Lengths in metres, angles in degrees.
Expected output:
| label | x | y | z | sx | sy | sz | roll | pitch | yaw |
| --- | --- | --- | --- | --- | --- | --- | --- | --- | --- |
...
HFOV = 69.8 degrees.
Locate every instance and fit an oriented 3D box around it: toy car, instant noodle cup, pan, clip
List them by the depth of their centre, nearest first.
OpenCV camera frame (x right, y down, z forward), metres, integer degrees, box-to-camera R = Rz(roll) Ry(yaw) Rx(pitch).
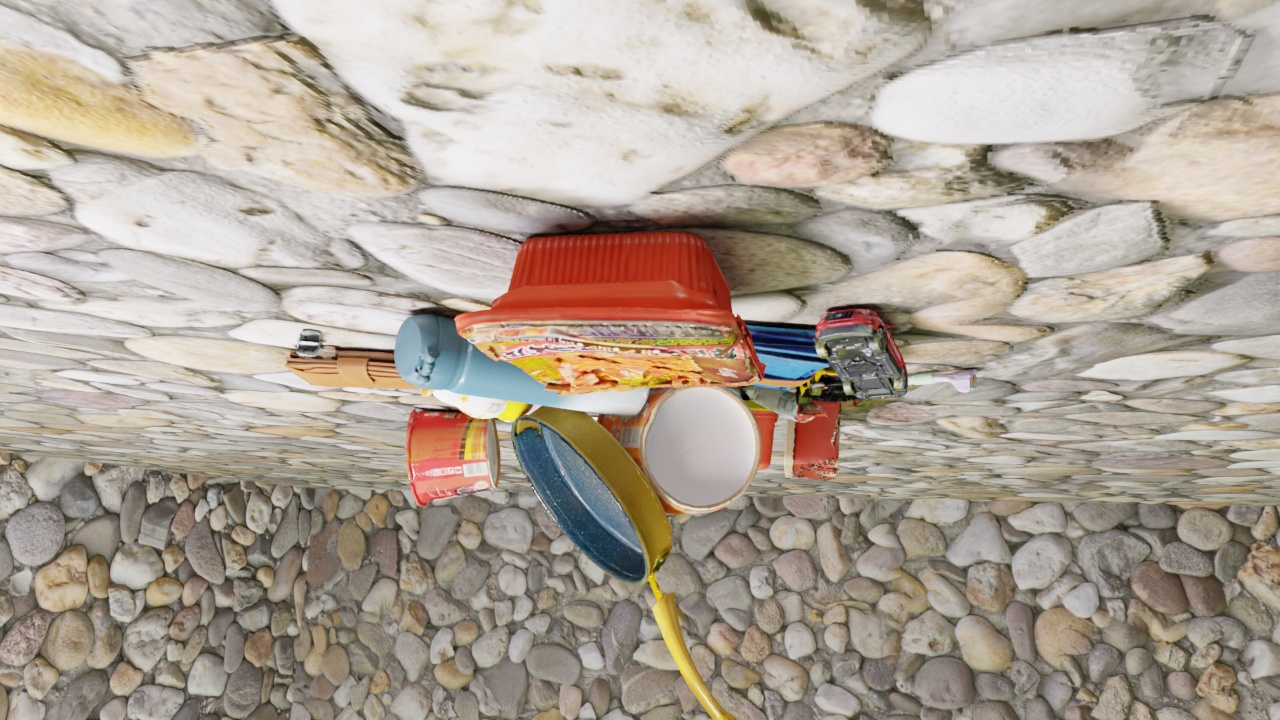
| label | x | y | z | sx | sy | sz | roll | pitch | yaw |
| --- | --- | --- | --- | --- | --- | --- | --- | --- | --- |
| instant noodle cup | -0.008 | -0.026 | 0.581 | 0.165 | 0.079 | 0.189 | 0 | 167 | 13 |
| toy car | 0.173 | -0.007 | 0.713 | 0.053 | 0.045 | 0.120 | -7 | 153 | 27 |
| toy car | 0.185 | 0.019 | 0.844 | 0.071 | 0.041 | 0.156 | 2 | 173 | 4 |
| clip | -0.305 | -0.017 | 0.844 | 0.024 | 0.028 | 0.057 | 8 | 176 | -16 |
| pan | -0.008 | 0.190 | 0.852 | 0.078 | 0.357 | 0.198 | -36 | 161 | -25 |
| instant noodle cup | 0.040 | 0.082 | 0.885 | 0.151 | 0.151 | 0.111 | 6 | 174 | -17 |
| instant noodle cup | -0.258 | 0.133 | 1.285 | 0.108 | 0.137 | 0.138 | -4 | 168 | 0 |

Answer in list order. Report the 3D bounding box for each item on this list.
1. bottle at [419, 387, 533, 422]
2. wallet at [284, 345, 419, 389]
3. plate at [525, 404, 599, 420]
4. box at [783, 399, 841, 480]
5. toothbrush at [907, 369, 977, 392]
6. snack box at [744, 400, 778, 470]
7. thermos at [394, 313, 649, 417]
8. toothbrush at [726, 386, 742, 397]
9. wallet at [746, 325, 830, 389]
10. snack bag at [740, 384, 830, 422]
| label | x | y | z | sx | sy | sz | roll | pitch | yaw |
| --- | --- | --- | --- | --- | --- | --- | --- | --- | --- |
| bottle | -0.157 | 0.024 | 0.890 | 0.108 | 0.063 | 0.063 | 11 | 166 | -34 |
| wallet | -0.280 | 0.010 | 0.932 | 0.132 | 0.031 | 0.108 | 2 | 170 | -5 |
| plate | -0.048 | 0.069 | 1.127 | 0.205 | 0.045 | 0.205 | 1 | 168 | 0 |
| box | 0.214 | 0.097 | 1.096 | 0.079 | 0.091 | 0.168 | 4 | 169 | 11 |
| toothbrush | 0.245 | 0.026 | 0.928 | 0.190 | 0.029 | 0.021 | -7 | 125 | 43 |
| snack box | 0.117 | 0.086 | 1.068 | 0.082 | 0.080 | 0.091 | 3 | 177 | -1 |
| thermos | -0.098 | 0.004 | 0.789 | 0.220 | 0.070 | 0.070 | 11 | 166 | -31 |
| toothbrush | 0.084 | 0.021 | 0.949 | 0.016 | 0.018 | 0.191 | -1 | 170 | 16 |
| wallet | 0.096 | -0.001 | 0.788 | 0.106 | 0.040 | 0.133 | 8 | 169 | -6 |
| snack bag | 0.146 | 0.042 | 0.947 | 0.045 | 0.026 | 0.105 | 3 | -166 | -40 |
